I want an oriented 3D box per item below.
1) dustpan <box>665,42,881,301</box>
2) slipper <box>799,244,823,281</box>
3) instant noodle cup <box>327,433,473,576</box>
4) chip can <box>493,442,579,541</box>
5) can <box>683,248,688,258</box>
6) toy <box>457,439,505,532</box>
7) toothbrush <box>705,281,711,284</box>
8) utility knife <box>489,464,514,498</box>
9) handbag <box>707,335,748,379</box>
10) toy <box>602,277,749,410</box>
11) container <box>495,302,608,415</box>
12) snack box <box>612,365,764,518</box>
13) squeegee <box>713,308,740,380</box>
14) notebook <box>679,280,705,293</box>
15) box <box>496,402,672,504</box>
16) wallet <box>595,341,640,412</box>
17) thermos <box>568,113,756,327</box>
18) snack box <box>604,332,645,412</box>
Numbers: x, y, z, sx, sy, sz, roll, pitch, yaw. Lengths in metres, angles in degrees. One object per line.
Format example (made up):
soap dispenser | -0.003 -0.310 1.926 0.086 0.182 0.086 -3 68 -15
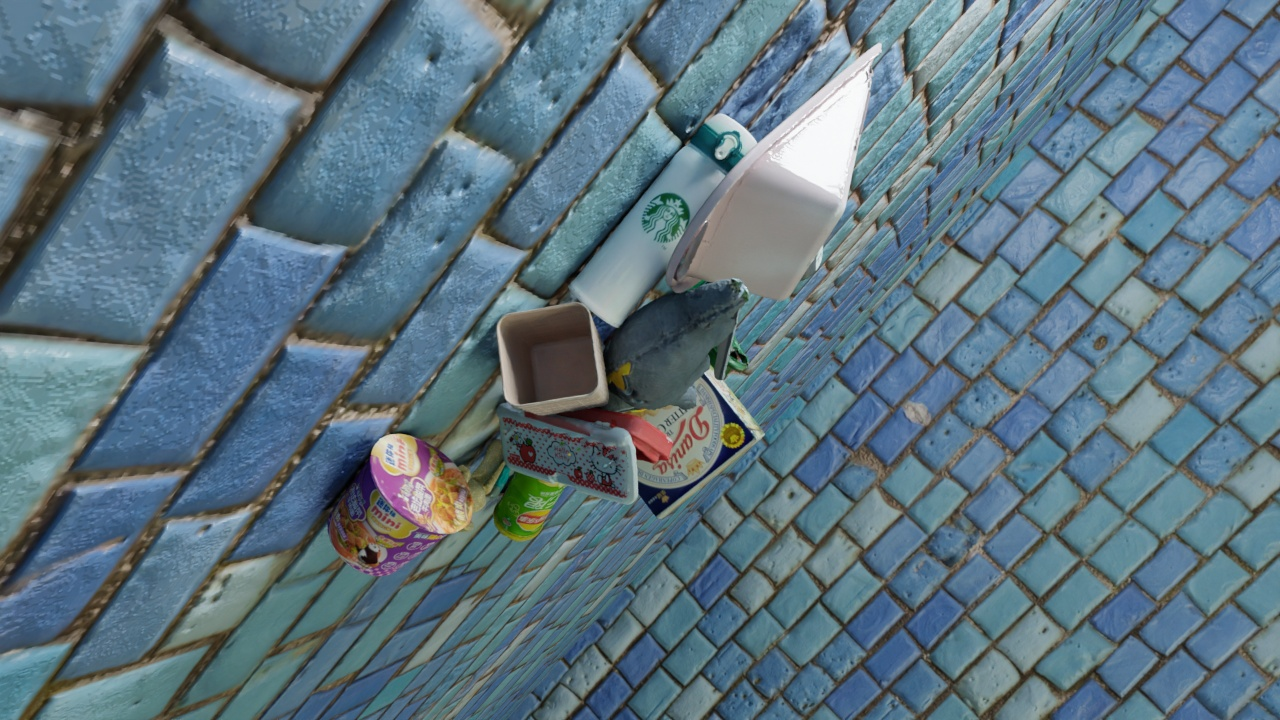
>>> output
dustpan | 0.124 -0.182 0.926 0.223 0.139 0.272 112 -5 -57
slipper | 0.198 -0.149 1.195 0.110 0.083 0.269 -50 -179 -28
instant noodle cup | -0.231 0.142 0.857 0.099 0.111 0.111 -43 167 20
chip can | -0.127 0.147 1.200 0.072 0.072 0.222 -29 157 -48
can | 0.098 -0.165 1.045 0.133 0.053 0.053 -50 164 13
toy | -0.201 0.144 1.027 0.156 0.066 0.105 -41 156 -44
toothbrush | 0.111 -0.122 1.226 0.189 0.014 0.016 -49 180 13
utility knife | -0.137 0.099 1.066 0.029 0.013 0.160 107 7 -53
handbag | 0.091 0.003 1.330 0.067 0.120 0.132 -22 154 -45
toy | 0.028 -0.005 0.968 0.137 0.091 0.357 -7 161 -11
container | -0.080 0.005 0.893 0.090 0.090 0.111 -9 168 4
snack box | 0.040 0.086 1.231 0.178 0.182 0.045 -42 168 17
squeegee | 0.106 -0.072 1.168 0.247 0.039 0.246 88 17 -78
notebook | 0.134 -0.175 1.200 0.208 0.012 0.151 -39 164 -25
box | -0.073 0.094 0.965 0.094 0.202 0.091 39 68 -44
wallet | -0.045 0.020 1.045 0.019 0.097 0.120 -41 167 19
thermos | 0.025 -0.137 0.891 0.224 0.073 0.073 -50 165 10
snack box | -0.007 0.007 1.138 0.081 0.091 0.080 -23 145 -57
